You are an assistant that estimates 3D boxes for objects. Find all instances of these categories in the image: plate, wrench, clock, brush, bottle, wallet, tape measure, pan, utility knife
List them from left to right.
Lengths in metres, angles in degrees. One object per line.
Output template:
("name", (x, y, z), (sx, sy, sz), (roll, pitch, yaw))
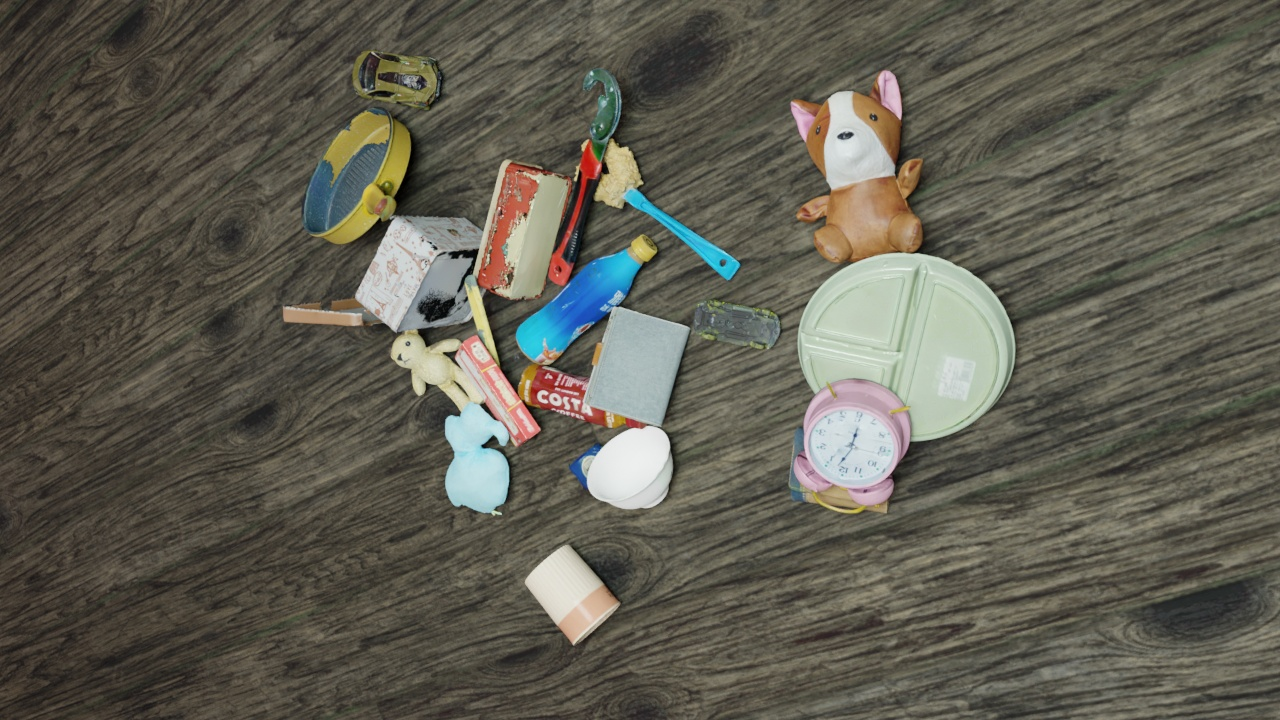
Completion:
("pan", (-0.357, -0.226, 1.181), (0.198, 0.078, 0.357), (-57, 42, 3))
("utility knife", (-0.202, -0.027, 1.221), (0.031, 0.021, 0.205), (27, 143, 42))
("wrench", (-0.072, -0.220, 1.134), (0.056, 0.016, 0.274), (26, 115, 25))
("bottle", (-0.072, 0.049, 1.190), (0.175, 0.057, 0.057), (14, 102, 23))
("bottle", (-0.067, -0.079, 1.167), (0.219, 0.065, 0.065), (-40, 80, 24))
("tape measure", (-0.060, 0.143, 1.214), (0.058, 0.025, 0.054), (-41, 81, 27))
("wallet", (-0.007, 0.007, 1.136), (0.106, 0.037, 0.129), (17, 81, 1))
("brush", (0.019, -0.185, 1.135), (0.254, 0.045, 0.083), (39, 107, 11))
("wallet", (0.235, 0.130, 1.078), (0.115, 0.033, 0.090), (6, 98, 20))
("clock", (0.232, 0.101, 1.017), (0.117, 0.059, 0.159), (15, 119, 14))
("plate", (0.283, -0.006, 0.995), (0.230, 0.027, 0.231), (11, 123, 17))

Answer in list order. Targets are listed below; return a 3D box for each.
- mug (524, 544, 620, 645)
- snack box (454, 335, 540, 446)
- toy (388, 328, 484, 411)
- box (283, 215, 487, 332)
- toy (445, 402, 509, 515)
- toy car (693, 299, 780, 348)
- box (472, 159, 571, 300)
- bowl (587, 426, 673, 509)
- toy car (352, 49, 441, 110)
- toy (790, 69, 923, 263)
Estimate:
("mug", (-0.096, 0.318, 1.230), (0.106, 0.081, 0.115), (48, 142, 14))
("snack box", (-0.192, 0.043, 1.228), (0.153, 0.025, 0.075), (55, 157, 1))
("toy", (-0.280, 0.019, 1.277), (0.157, 0.066, 0.105), (39, 114, 0))
("box", (-0.317, -0.091, 1.219), (0.271, 0.179, 0.134), (-26, 87, 24))
("toy", (-0.226, 0.144, 1.270), (0.162, 0.049, 0.156), (-31, 90, 34))
("toy car", (0.117, -0.044, 1.108), (0.105, 0.032, 0.048), (11, 101, 11))
("box", (-0.146, -0.164, 1.179), (0.076, 0.091, 0.168), (23, 105, 24))
("bowl", (-0.001, 0.148, 1.159), (0.118, 0.118, 0.065), (-18, 128, 25))
("toy car", (-0.340, -0.389, 1.267), (0.158, 0.042, 0.070), (14, 102, 25))
("toy", (0.233, -0.205, 0.992), (0.140, 0.130, 0.199), (-7, 84, 20))
